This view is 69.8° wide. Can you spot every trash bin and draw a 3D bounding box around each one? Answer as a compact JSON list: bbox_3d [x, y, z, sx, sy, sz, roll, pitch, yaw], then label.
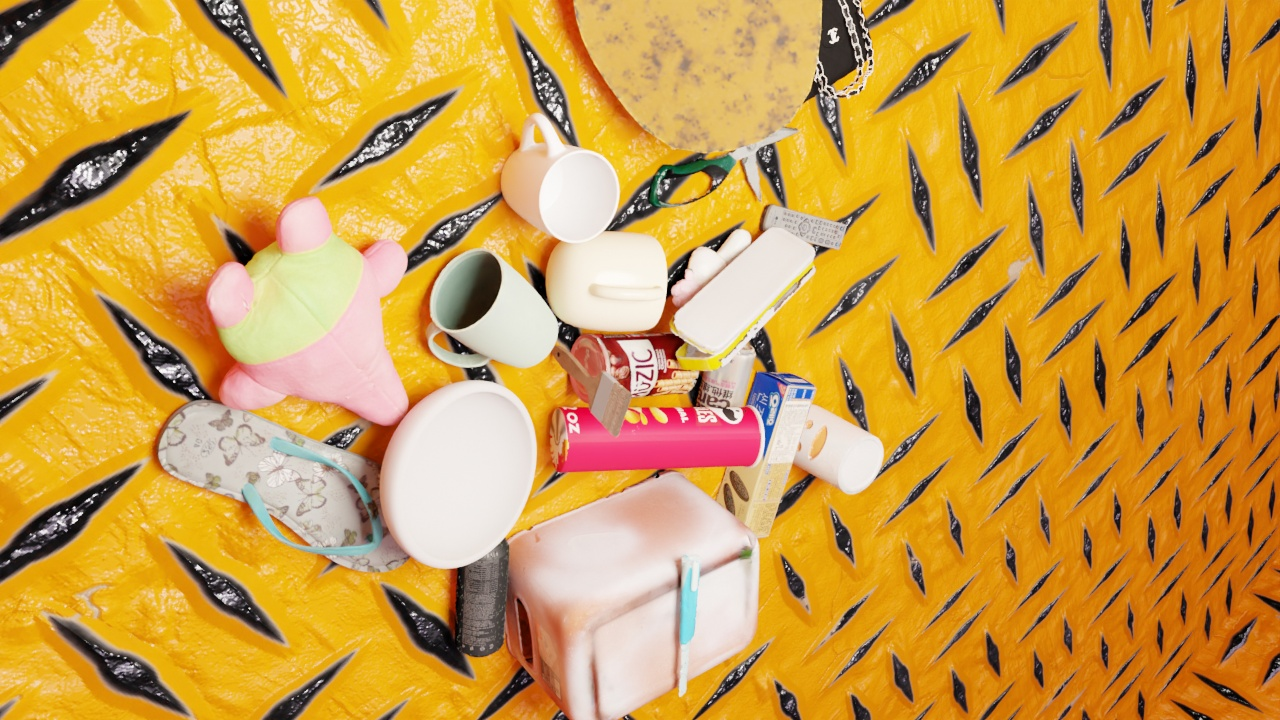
[{"bbox_3d":[-0.003,0.261,1.018,0.259,0.157,0.182,-18,119,-30],"label":"trash bin"}]

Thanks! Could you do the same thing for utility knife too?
[{"bbox_3d":[0.047,0.278,0.948,0.022,0.015,0.177,-9,113,-33],"label":"utility knife"}]

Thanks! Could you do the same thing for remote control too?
[{"bbox_3d":[0.192,-0.155,1.072,0.136,0.013,0.033,6,105,-38],"label":"remote control"}]

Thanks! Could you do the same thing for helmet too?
[{"bbox_3d":[0.057,-0.330,0.810,0.131,0.206,0.255,-76,151,-45],"label":"helmet"}]

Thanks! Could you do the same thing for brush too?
[{"bbox_3d":[-0.052,0.018,0.883,0.008,0.143,0.045,3,116,-36],"label":"brush"}]

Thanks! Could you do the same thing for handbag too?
[{"bbox_3d":[0.174,-0.330,0.908,0.153,0.115,0.125,-36,121,-31],"label":"handbag"}]

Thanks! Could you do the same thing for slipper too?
[{"bbox_3d":[-0.289,0.117,0.813,0.098,0.055,0.268,-54,129,-8],"label":"slipper"}]

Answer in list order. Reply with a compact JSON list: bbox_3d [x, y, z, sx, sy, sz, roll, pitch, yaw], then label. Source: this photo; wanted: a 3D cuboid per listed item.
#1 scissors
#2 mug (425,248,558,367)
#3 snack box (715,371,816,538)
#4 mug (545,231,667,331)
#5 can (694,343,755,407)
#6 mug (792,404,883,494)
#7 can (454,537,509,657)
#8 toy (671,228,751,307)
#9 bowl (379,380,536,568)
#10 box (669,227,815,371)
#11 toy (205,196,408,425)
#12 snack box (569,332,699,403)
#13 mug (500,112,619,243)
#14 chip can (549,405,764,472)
[{"bbox_3d":[0.086,-0.250,0.955,0.201,0.015,0.204,-24,120,-26],"label":"scissors"},{"bbox_3d":[-0.141,-0.034,0.845,0.111,0.084,0.104,-32,144,13],"label":"mug"},{"bbox_3d":[0.151,0.116,1.135,0.056,0.057,0.207,5,106,-41],"label":"snack box"},{"bbox_3d":[-0.034,-0.073,0.873,0.099,0.120,0.096,-1,105,-25],"label":"mug"},{"bbox_3d":[0.093,0.045,1.061,0.054,0.054,0.136,2,108,-37],"label":"can"},{"bbox_3d":[0.242,0.112,1.166,0.082,0.105,0.082,-15,117,-31],"label":"mug"},{"bbox_3d":[-0.165,0.242,0.956,0.053,0.054,0.138,-8,114,-34],"label":"can"},{"bbox_3d":[0.079,-0.091,1.002,0.122,0.038,0.079,-32,123,-32],"label":"toy"},{"bbox_3d":[-0.180,0.101,0.863,0.176,0.066,0.177,-21,116,-50],"label":"bowl"},{"bbox_3d":[0.113,-0.064,0.968,0.209,0.067,0.070,-42,138,-34],"label":"box"},{"bbox_3d":[-0.258,-0.022,0.755,0.191,0.097,0.237,-45,143,-16],"label":"toy"},{"bbox_3d":[-0.006,0.006,0.960,0.121,0.072,0.072,-3,111,-36],"label":"snack box"},{"bbox_3d":[-0.081,-0.168,0.817,0.080,0.088,0.114,-34,126,-20],"label":"mug"},{"bbox_3d":[0.018,0.082,0.976,0.220,0.069,0.069,1,109,-20],"label":"chip can"}]
